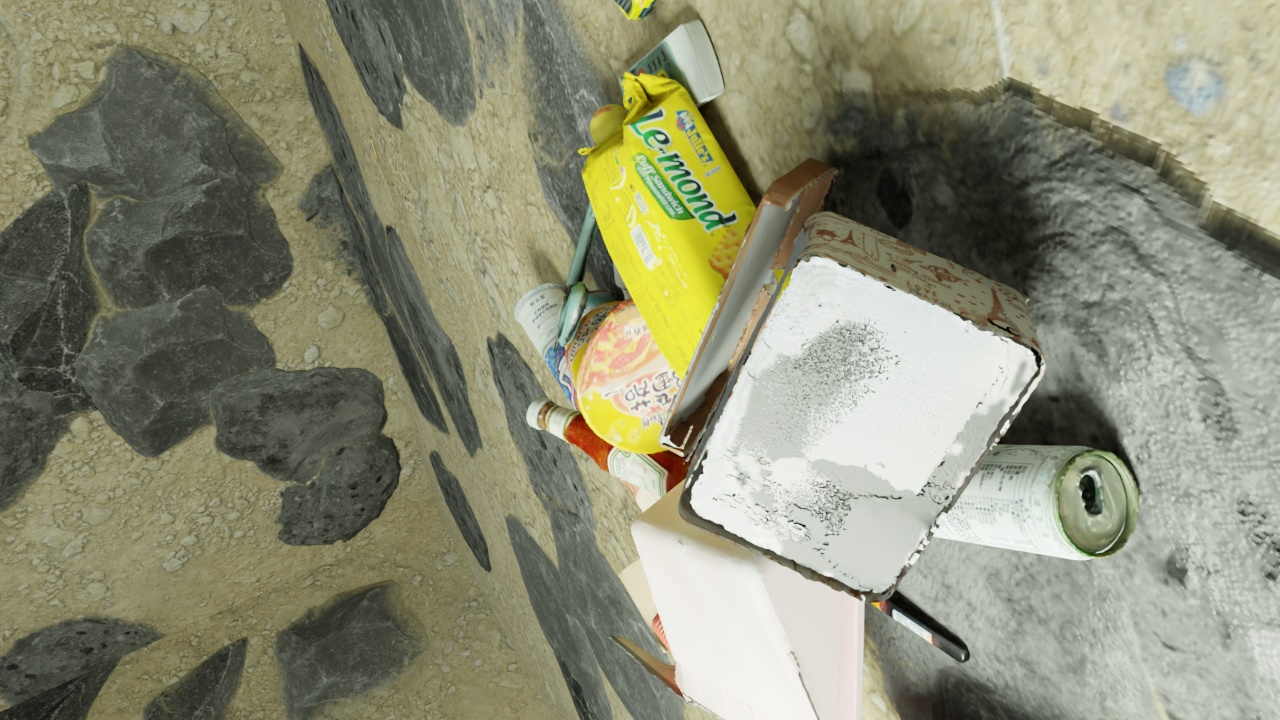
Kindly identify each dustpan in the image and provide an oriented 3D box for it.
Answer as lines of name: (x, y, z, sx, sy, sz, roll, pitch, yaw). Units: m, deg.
dustpan: (0.110, 0.183, 0.766, 0.223, 0.138, 0.273, 12, 127, 54)

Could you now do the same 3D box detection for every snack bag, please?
snack bag: (0.032, -0.089, 0.722, 0.246, 0.068, 0.158, 61, 159, 1)

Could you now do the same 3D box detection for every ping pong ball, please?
ping pong ball: (-0.024, -0.203, 0.801, 0.040, 0.040, 0.040, 51, 154, 36)

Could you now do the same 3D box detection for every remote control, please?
remote control: (0.021, -0.214, 0.711, 0.135, 0.019, 0.056, -2, 110, 68)

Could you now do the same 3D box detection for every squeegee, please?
squeegee: (0.103, 0.391, 1.020, 0.246, 0.039, 0.247, 40, 166, -14)

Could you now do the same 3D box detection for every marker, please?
marker: (0.202, 0.194, 0.706, 0.124, 0.015, 0.018, 30, 141, 53)

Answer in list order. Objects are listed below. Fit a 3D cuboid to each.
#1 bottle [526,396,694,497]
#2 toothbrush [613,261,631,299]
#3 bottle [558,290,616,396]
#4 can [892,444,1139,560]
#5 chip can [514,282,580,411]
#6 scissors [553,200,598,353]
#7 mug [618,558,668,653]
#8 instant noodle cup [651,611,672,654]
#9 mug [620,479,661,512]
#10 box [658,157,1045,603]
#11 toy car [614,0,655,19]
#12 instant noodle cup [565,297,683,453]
bottle: (-0.028, 0.082, 0.914, 0.206, 0.059, 0.060, 19, 134, 32)
toothbrush: (-0.015, -0.101, 0.904, 0.026, 0.026, 0.221, -118, 18, -47)
bottle: (-0.038, 0.021, 0.988, 0.068, 0.068, 0.189, 143, 114, -69)
can: (0.201, 0.076, 0.522, 0.058, 0.058, 0.147, 68, 159, -4)
chip can: (-0.071, 0.006, 1.092, 0.214, 0.071, 0.071, 55, 156, 26)
scissors: (-0.057, -0.087, 0.875, 0.170, 0.019, 0.178, 169, 114, -82)
mug: (0.042, 0.276, 1.083, 0.103, 0.084, 0.124, 59, -168, 17)
instant noodle cup: (0.086, 0.290, 0.924, 0.164, 0.079, 0.189, 48, 176, -41)
mug: (0.036, 0.149, 0.951, 0.106, 0.081, 0.115, 51, 137, 32)
box: (0.111, 0.000, 0.544, 0.157, 0.192, 0.183, 25, 119, 3)
toy car: (-0.019, -0.310, 0.693, 0.105, 0.032, 0.048, 68, 160, 1)
instant noodle cup: (-0.005, 0.005, 0.859, 0.110, 0.138, 0.138, -142, 34, -68)
